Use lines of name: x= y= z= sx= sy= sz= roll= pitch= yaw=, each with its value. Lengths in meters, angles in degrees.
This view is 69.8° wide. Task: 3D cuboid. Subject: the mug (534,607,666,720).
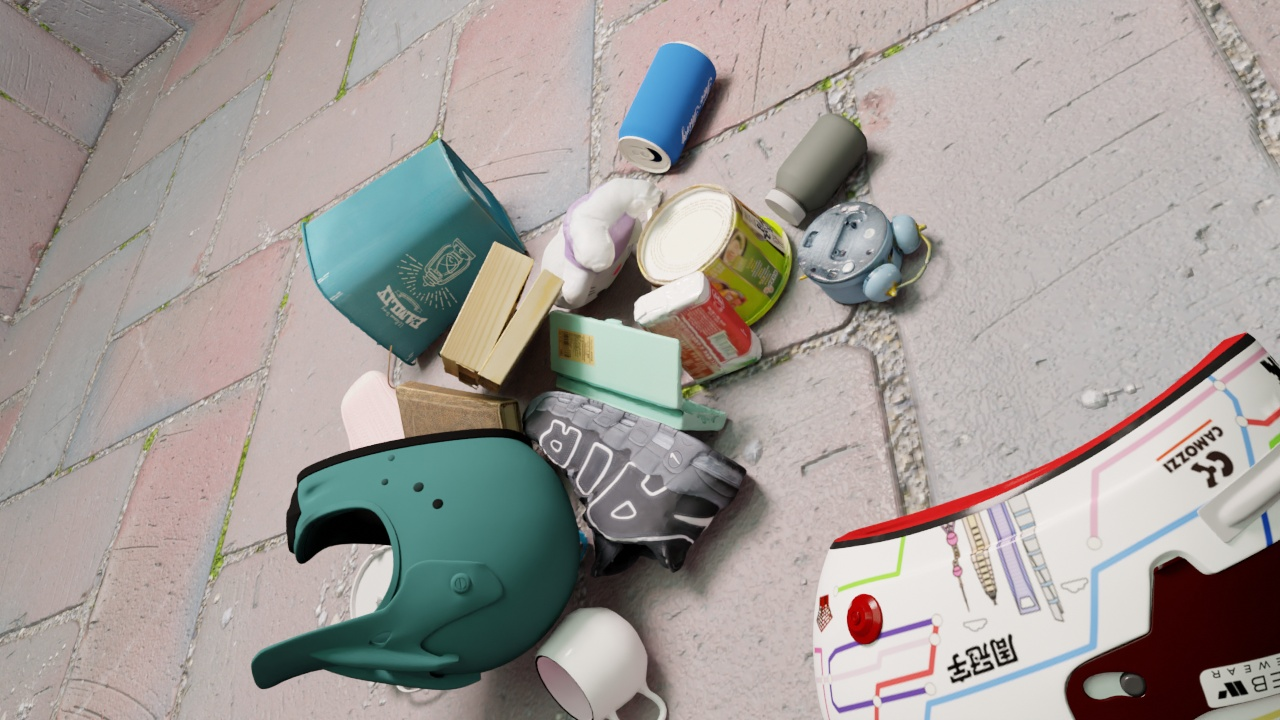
mug: x=-0.026 y=0.268 z=0.780 sx=0.124 sy=0.090 sz=0.076 roll=42 pitch=53 yaw=19

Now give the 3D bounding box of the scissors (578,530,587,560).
scissors: x=-0.102 y=0.184 z=0.946 sx=0.128 sy=0.014 sz=0.127 roll=-29 pitch=50 yaw=30

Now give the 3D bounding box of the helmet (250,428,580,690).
helmet: x=-0.187 y=0.183 z=0.791 sx=0.274 sy=0.177 sz=0.200 roll=-9 pitch=67 yaw=-7

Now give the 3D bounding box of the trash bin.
trash bin: x=-0.291 y=-0.152 z=1.210 sx=0.219 sy=0.196 sz=0.199 roll=-37 pitch=45 yaw=6

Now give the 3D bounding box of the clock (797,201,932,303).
clock: x=0.206 y=-0.096 z=0.844 sx=0.125 sy=0.051 sz=0.088 roll=11 pitch=69 yaw=43

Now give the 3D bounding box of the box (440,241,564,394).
box: x=-0.150 y=-0.033 z=0.991 sx=0.249 sy=0.092 sz=0.128 roll=151 pitch=141 yaw=-79

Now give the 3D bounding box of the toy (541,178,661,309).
toy: x=-0.055 y=-0.125 z=1.007 sx=0.137 sy=0.085 sz=0.210 roll=-56 pitch=5 yaw=-16

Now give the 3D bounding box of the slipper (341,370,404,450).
slipper: x=-0.314 y=0.096 z=1.150 sx=0.107 sy=0.055 sz=0.221 roll=-43 pitch=53 yaw=6

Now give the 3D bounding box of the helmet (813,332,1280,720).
helmet: x=0.251 y=0.161 z=0.502 sx=0.315 sy=0.230 sz=0.236 roll=-34 pitch=72 yaw=24

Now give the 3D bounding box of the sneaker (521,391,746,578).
sneaker: x=-0.031 y=0.126 z=0.867 sx=0.253 sy=0.097 sz=0.150 roll=15 pitch=75 yaw=39

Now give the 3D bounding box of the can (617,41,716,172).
can: x=0.032 y=-0.308 z=1.112 sx=0.079 sy=0.079 sz=0.146 roll=9 pitch=69 yaw=43

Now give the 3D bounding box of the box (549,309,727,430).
box: x=-0.007 y=0.008 z=0.906 sx=0.078 sy=0.113 sz=0.187 roll=-22 pitch=24 yaw=-39

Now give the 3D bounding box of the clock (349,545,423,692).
clock: x=-0.248 y=0.268 z=0.966 sx=0.120 sy=0.061 sz=0.159 roll=-34 pitch=56 yaw=18

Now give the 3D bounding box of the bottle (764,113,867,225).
bottle: x=0.176 y=-0.192 z=0.927 sx=0.108 sy=0.060 sz=0.060 roll=-51 pitch=43 yaw=0

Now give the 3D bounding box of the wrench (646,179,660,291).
wrench: x=0.017 y=-0.105 z=1.015 sx=0.009 sy=0.047 sz=0.272 roll=-21 pitch=47 yaw=22

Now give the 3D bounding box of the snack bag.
snack bag: x=0.056 y=-0.029 z=0.880 sx=0.077 sy=0.116 sz=0.036 roll=-23 pitch=43 yaw=26

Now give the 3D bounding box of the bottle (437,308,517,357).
bottle: x=-0.210 y=-0.035 z=1.167 sx=0.123 sy=0.033 sz=0.033 roll=-27 pitch=48 yaw=24

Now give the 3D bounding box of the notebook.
notebook: x=-0.195 y=0.082 z=0.983 sx=0.216 sy=0.034 sz=0.190 roll=4 pitch=108 yaw=47

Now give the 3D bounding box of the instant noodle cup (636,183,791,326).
instant noodle cup: x=0.070 y=-0.106 z=0.930 sx=0.146 sy=0.098 sz=0.146 roll=-21 pitch=51 yaw=28
